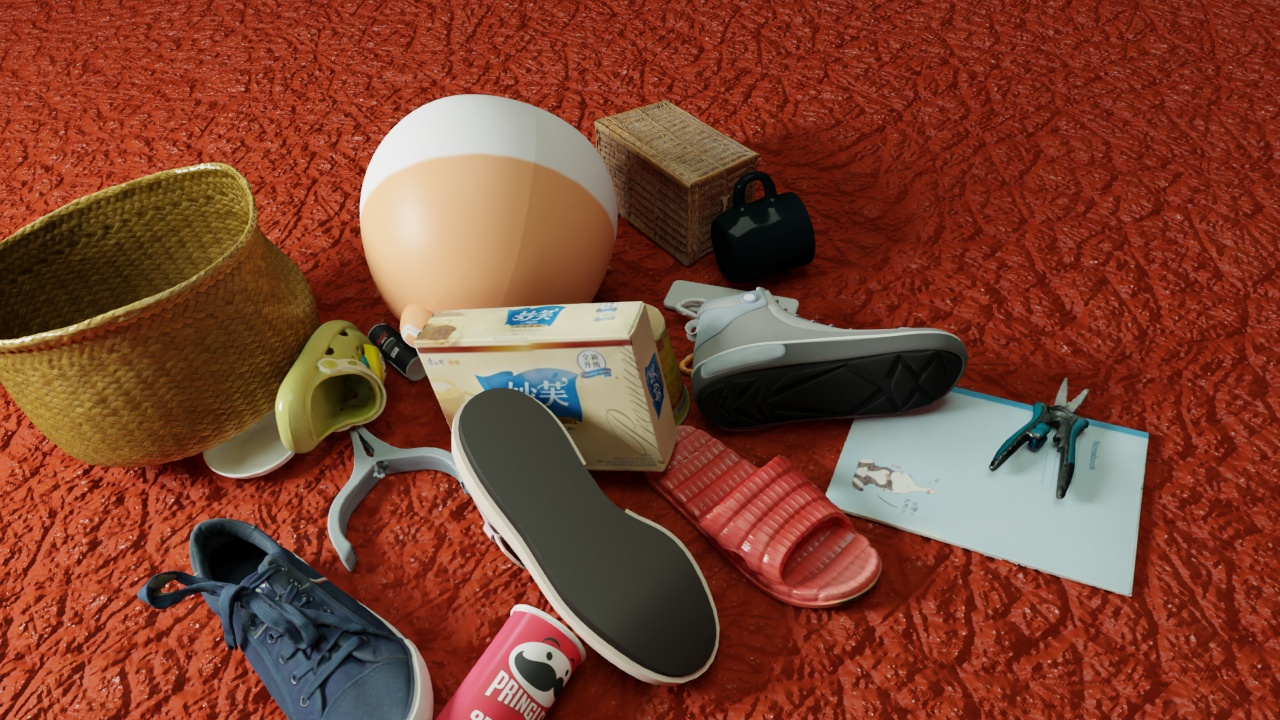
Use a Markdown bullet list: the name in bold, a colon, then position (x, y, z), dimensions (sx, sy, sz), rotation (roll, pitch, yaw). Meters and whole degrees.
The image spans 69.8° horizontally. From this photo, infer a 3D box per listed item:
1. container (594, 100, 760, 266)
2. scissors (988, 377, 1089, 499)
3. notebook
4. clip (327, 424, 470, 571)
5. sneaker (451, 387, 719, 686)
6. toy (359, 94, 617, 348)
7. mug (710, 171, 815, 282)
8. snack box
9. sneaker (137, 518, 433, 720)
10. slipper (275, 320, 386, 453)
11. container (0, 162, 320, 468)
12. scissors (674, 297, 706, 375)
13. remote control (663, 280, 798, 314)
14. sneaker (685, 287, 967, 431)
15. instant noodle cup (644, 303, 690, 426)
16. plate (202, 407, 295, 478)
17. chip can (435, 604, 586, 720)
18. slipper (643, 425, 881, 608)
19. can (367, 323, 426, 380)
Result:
- **container**: position (0.042, -0.222, 1.112), dimensions (0.112, 0.114, 0.198), rotation (-27, 49, -25)
- **scissors**: position (0.370, 0.070, 0.827), dimensions (0.151, 0.019, 0.119), rotation (-16, 45, -11)
- **notebook**: position (0.313, 0.098, 0.829), dimensions (0.254, 0.009, 0.180), rotation (14, 49, 21)
- **clip**: position (-0.215, 0.117, 0.875), dimensions (0.164, 0.031, 0.168), rotation (-7, 46, -2)
- **sneaker**: position (-0.062, 0.162, 0.772), dimensions (0.294, 0.117, 0.111), rotation (44, 54, 17)
- **toy**: position (-0.158, -0.125, 0.952), dimensions (0.262, 0.267, 0.280), rotation (13, 60, -24)
- **mug**: position (0.132, -0.152, 1.024), dimensions (0.094, 0.122, 0.085), rotation (-18, 30, -9)
- **snack box**: position (-0.084, 0.027, 0.832), dimensions (0.208, 0.153, 0.055), rotation (-1, 37, 19)
- **sneaker**: position (-0.273, 0.202, 0.701), dimensions (0.295, 0.127, 0.120), rotation (26, 57, 39)
- **slipper**: position (-0.294, 0.022, 0.907), dimensions (0.081, 0.092, 0.190), rotation (-1, 25, 4)
- **container**: position (-0.491, -0.038, 0.928), dimensions (0.307, 0.197, 0.306), rotation (-9, 37, 7)
- **scissors**: position (0.082, -0.031, 0.981), dimensions (0.125, 0.011, 0.131), rotation (-35, 58, -20)
- **remote control**: position (0.100, -0.062, 1.019), dimensions (0.147, 0.008, 0.045), rotation (11, 49, 18)
- **sneaker**: position (0.174, -0.021, 0.900), dimensions (0.257, 0.093, 0.160), rotation (-9, 43, 7)
- **instant noodle cup**: position (-0.005, 0.005, 0.893), dimensions (0.100, 0.113, 0.100), rotation (-5, 44, 4)
- **plate**: position (-0.387, 0.083, 0.931), dimensions (0.104, 0.026, 0.104), rotation (-4, 44, 4)
- **chip can**: position (-0.127, 0.286, 0.662), dimensions (0.069, 0.069, 0.219), rotation (19, 51, 25)
- **slipper**: position (0.096, 0.122, 0.802), dimensions (0.103, 0.059, 0.249), rotation (-37, 50, -27)
- **can**: position (-0.264, -0.010, 1.002), dimensions (0.031, 0.032, 0.080), rotation (-37, 52, -26)
